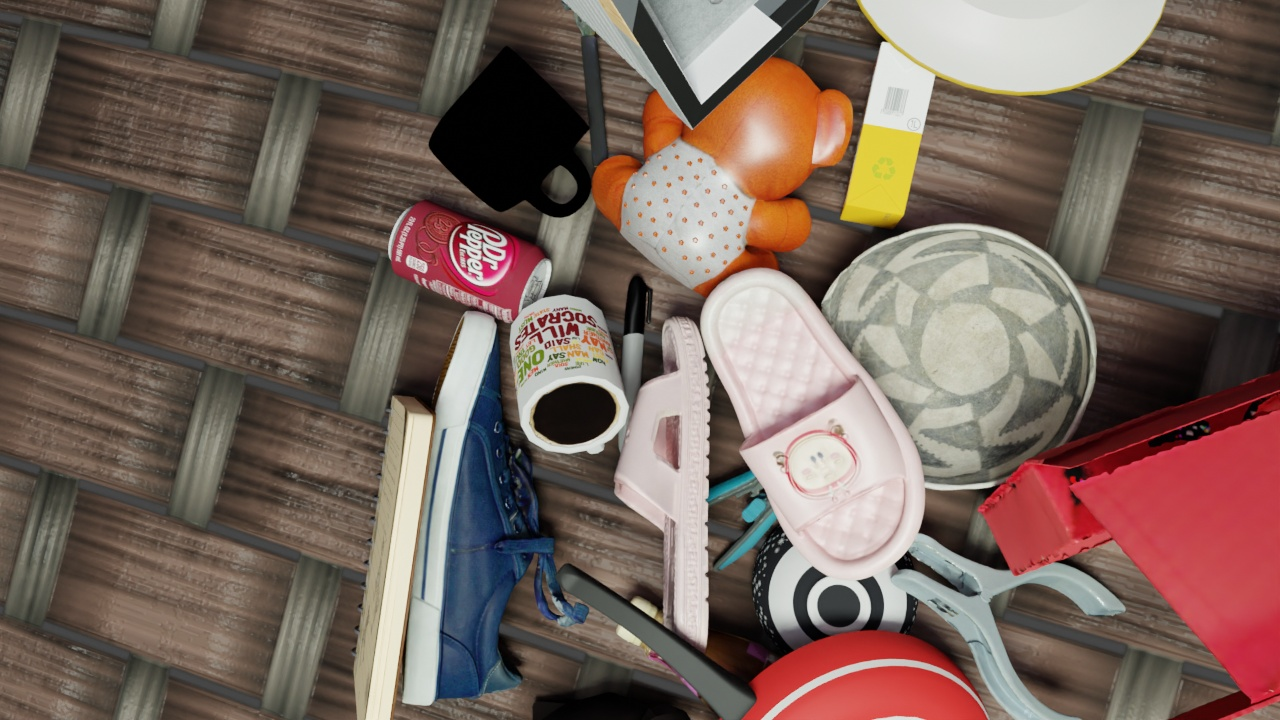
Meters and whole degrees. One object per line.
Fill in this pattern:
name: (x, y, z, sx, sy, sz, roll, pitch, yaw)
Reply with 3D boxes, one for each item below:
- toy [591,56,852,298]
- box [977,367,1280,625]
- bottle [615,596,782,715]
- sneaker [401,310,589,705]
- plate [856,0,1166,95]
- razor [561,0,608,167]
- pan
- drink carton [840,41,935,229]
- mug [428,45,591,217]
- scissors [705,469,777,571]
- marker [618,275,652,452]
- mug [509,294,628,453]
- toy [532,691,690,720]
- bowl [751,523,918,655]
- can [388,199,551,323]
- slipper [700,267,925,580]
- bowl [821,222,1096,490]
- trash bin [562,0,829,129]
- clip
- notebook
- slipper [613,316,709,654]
toy: (0.062, -0.141, 0.668, 0.164, 0.092, 0.173, 40, 107, 10)
box: (0.332, 0.060, 0.492, 0.211, 0.318, 0.121, -19, 91, -2)
bottle: (0.060, 0.226, 0.670, 0.166, 0.059, 0.059, 28, 93, 8)
sneaker: (-0.106, 0.112, 0.689, 0.127, 0.121, 0.294, 4, 92, -15)
plate: (0.256, -0.290, 0.637, 0.230, 0.021, 0.229, 0, 74, -1)
razor: (-0.037, -0.222, 0.713, 0.043, 0.022, 0.144, -5, 88, 10)
pan: (0.088, 0.238, 0.589, 0.356, 0.067, 0.209, 39, 93, -20)
drink carton: (0.179, -0.162, 0.660, 0.040, 0.058, 0.122, 13, 91, 9)
mug: (-0.088, -0.157, 0.689, 0.121, 0.085, 0.094, 44, 97, 1)
scissors: (0.086, 0.102, 0.675, 0.123, 0.019, 0.149, 14, 107, 19)
marker: (-0.004, 0.004, 0.708, 0.022, 0.016, 0.138, 3, 90, -15)
mug: (-0.049, 0.020, 0.673, 0.073, 0.105, 0.089, -19, 43, 3)
toy: (-0.040, 0.306, 0.621, 0.140, 0.184, 0.159, 38, 94, 8)
bowl: (0.140, 0.168, 0.655, 0.120, 0.066, 0.120, 0, 89, 9)
can: (-0.130, -0.075, 0.703, 0.114, 0.063, 0.063, 23, 92, 8)
slipper: (0.112, 0.039, 0.616, 0.107, 0.055, 0.221, -29, 82, 19)
bowl: (0.218, -0.006, 0.632, 0.179, 0.081, 0.178, 7, 104, 29)
trash bin: (-0.009, -0.308, 0.609, 0.142, 0.142, 0.247, -42, 62, 5)
clip: (0.244, 0.200, 0.611, 0.173, 0.030, 0.158, 16, 59, -6)
notebook: (-0.181, 0.141, 0.662, 0.024, 0.167, 0.225, 8, 90, -19)
slipper: (0.012, 0.089, 0.647, 0.064, 0.094, 0.239, 0, 78, -5)
